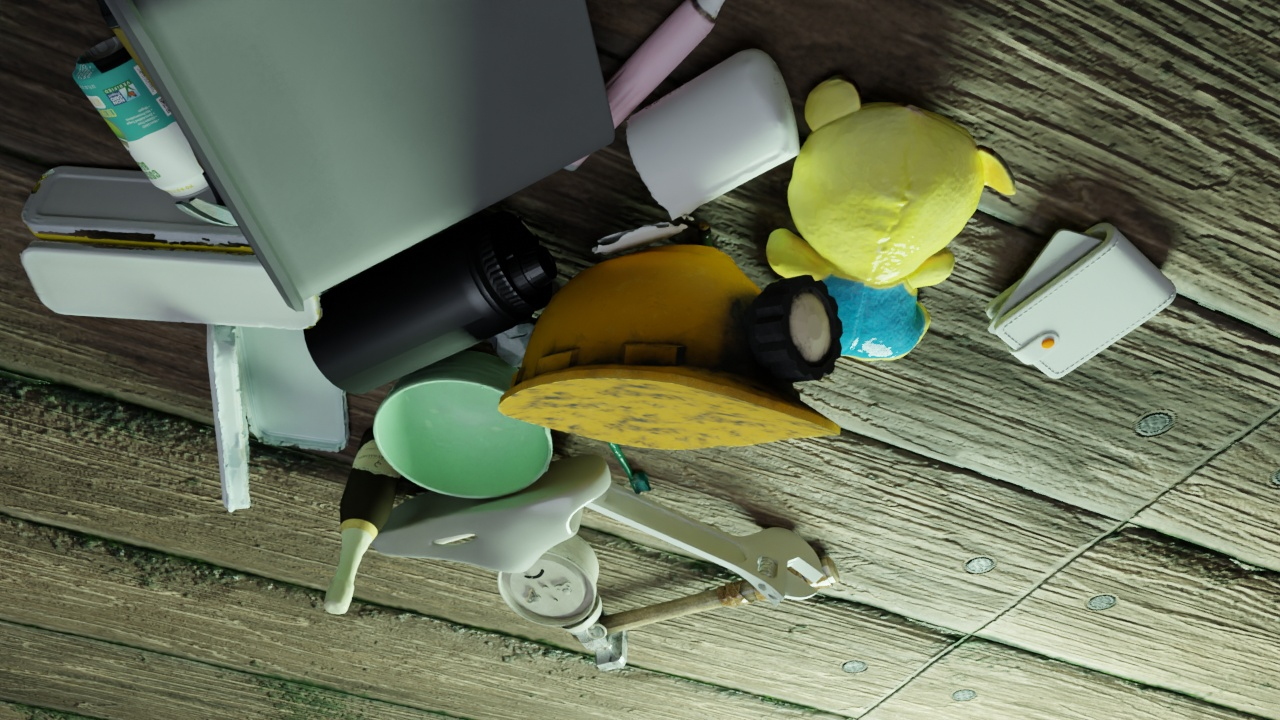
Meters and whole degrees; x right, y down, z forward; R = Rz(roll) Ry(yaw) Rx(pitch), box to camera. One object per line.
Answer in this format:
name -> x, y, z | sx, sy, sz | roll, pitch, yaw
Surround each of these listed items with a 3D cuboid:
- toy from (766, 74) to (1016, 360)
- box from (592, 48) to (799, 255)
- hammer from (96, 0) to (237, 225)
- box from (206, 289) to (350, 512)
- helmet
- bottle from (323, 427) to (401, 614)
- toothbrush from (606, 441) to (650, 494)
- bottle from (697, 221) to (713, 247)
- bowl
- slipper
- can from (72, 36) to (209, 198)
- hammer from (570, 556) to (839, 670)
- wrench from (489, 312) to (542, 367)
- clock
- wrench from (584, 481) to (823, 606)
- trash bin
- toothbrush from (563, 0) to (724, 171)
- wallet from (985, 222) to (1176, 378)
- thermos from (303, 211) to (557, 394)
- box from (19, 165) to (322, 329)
toy -> 0.167, -0.084, 0.652 | 0.149, 0.083, 0.214 | 5, 136, -4
box -> 0.026, -0.131, 0.611 | 0.166, 0.083, 0.092 | -22, 96, 25
hammer -> -0.310, -0.226, 0.533 | 0.025, 0.117, 0.333 | -12, 127, 11
box -> -0.302, 0.026, 0.795 | 0.127, 0.106, 0.216 | -5, 138, -25
helmet -> 0.019, -0.015, 0.660 | 0.205, 0.131, 0.256 | 19, 162, -42
bottle -> -0.248, 0.141, 0.818 | 0.045, 0.184, 0.045 | 1, 134, 1
toothbrush -> -0.029, 0.063, 0.849 | 0.017, 0.016, 0.190 | -12, 132, 17
bottle -> 0.055, -0.064, 0.716 | 0.025, 0.025, 0.106 | -5, 133, 8
bowl -> -0.148, 0.045, 0.796 | 0.151, 0.076, 0.151 | 2, 134, 1
slipper -> -0.139, 0.160, 0.872 | 0.266, 0.112, 0.080 | -16, 100, 21
can -> -0.327, -0.164, 0.619 | 0.055, 0.054, 0.102 | -10, 133, 12
hammer -> 0.064, 0.271, 1.028 | 0.319, 0.048, 0.121 | -19, 128, 18
wrench -> -0.005, 0.005, 0.780 | 0.273, 0.022, 0.073 | 20, 114, -18
clock -> -0.083, 0.240, 0.982 | 0.104, 0.061, 0.157 | -25, 113, 23
wrench -> 0.060, 0.169, 0.922 | 0.273, 0.086, 0.018 | 25, 131, -7
trash bin -> -0.143, -0.165, 0.509 | 0.219, 0.097, 0.192 | -31, 135, -17
toothbrush -> 0.018, -0.202, 0.586 | 0.223, 0.027, 0.026 | -39, 88, 32
wallet -> 0.328, -0.050, 0.709 | 0.115, 0.037, 0.119 | 31, 124, -25
thermos -> -0.153, -0.047, 0.701 | 0.199, 0.086, 0.086 | -22, 129, 22
box -> -0.339, -0.082, 0.670 | 0.210, 0.057, 0.117 | 4, 94, -1
